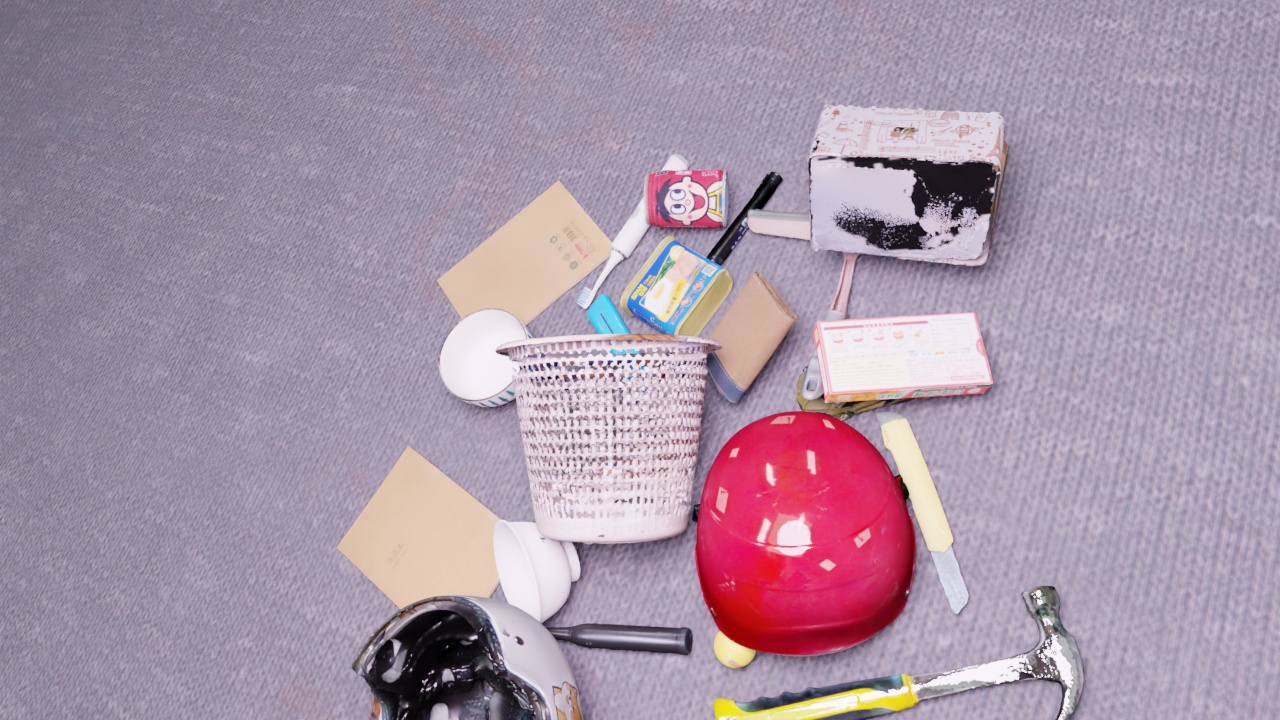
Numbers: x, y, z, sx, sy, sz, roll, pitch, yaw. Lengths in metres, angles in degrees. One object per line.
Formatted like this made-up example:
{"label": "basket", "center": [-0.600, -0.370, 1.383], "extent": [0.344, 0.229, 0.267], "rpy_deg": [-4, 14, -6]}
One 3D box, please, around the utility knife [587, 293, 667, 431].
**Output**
{"label": "utility knife", "center": [-0.006, 0.006, 1.043], "extent": [0.034, 0.018, 0.204], "rpy_deg": [-35, 61, 4]}

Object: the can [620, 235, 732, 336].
{"label": "can", "center": [0.042, -0.077, 1.037], "extent": [0.083, 0.057, 0.102], "rpy_deg": [34, 84, 28]}

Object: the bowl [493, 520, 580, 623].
{"label": "bowl", "center": [-0.102, 0.215, 0.955], "extent": [0.064, 0.119, 0.118], "rpy_deg": [-13, 56, -26]}

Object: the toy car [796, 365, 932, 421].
{"label": "toy car", "center": [0.233, 0.016, 0.929], "extent": [0.158, 0.042, 0.070], "rpy_deg": [-20, 61, 16]}

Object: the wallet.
{"label": "wallet", "center": [0.110, -0.025, 0.962], "extent": [0.115, 0.033, 0.090], "rpy_deg": [-59, 34, 26]}

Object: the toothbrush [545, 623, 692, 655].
{"label": "toothbrush", "center": [-0.051, 0.282, 0.937], "extent": [0.213, 0.026, 0.027], "rpy_deg": [-4, 55, 21]}

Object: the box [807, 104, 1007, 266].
{"label": "box", "center": [0.278, -0.204, 0.933], "extent": [0.183, 0.157, 0.193], "rpy_deg": [8, 54, 18]}

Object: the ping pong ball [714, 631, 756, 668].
{"label": "ping pong ball", "center": [0.090, 0.272, 0.874], "extent": [0.040, 0.040, 0.040], "rpy_deg": [-8, 65, 19]}

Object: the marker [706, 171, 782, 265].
{"label": "marker", "center": [0.120, -0.164, 1.064], "extent": [0.022, 0.020, 0.132], "rpy_deg": [29, 81, 43]}

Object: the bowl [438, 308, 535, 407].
{"label": "bowl", "center": [-0.171, 0.004, 1.082], "extent": [0.117, 0.066, 0.116], "rpy_deg": [-8, 66, 19]}

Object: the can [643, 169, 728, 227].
{"label": "can", "center": [0.054, -0.187, 1.063], "extent": [0.094, 0.066, 0.066], "rpy_deg": [2, 68, 9]}

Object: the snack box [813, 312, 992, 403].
{"label": "snack box", "center": [0.249, -0.003, 0.878], "extent": [0.156, 0.027, 0.077], "rpy_deg": [-3, 65, -2]}

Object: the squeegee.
{"label": "squeegee", "center": [0.203, -0.052, 0.955], "extent": [0.248, 0.040, 0.248], "rpy_deg": [8, 55, 21]}

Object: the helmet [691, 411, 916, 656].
{"label": "helmet", "center": [0.146, 0.137, 0.840], "extent": [0.207, 0.144, 0.239], "rpy_deg": [-7, 58, 8]}

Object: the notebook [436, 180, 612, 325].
{"label": "notebook", "center": [-0.147, -0.120, 1.160], "extent": [0.208, 0.008, 0.147], "rpy_deg": [-40, 59, 2]}

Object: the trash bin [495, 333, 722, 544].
{"label": "trash bin", "center": [-0.029, 0.078, 0.917], "extent": [0.228, 0.227, 0.192], "rpy_deg": [-3, 86, 21]}

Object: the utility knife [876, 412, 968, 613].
{"label": "utility knife", "center": [0.269, 0.137, 0.873], "extent": [0.031, 0.021, 0.206], "rpy_deg": [-22, 55, 16]}

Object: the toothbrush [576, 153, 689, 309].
{"label": "toothbrush", "center": [-0.010, -0.155, 1.108], "extent": [0.221, 0.026, 0.027], "rpy_deg": [-57, 18, -8]}

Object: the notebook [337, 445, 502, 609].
{"label": "notebook", "center": [-0.243, 0.212, 1.054], "extent": [0.211, 0.012, 0.149], "rpy_deg": [31, 83, 30]}

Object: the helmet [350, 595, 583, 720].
{"label": "helmet", "center": [-0.143, 0.352, 0.868], "extent": [0.231, 0.156, 0.274], "rpy_deg": [-16, 81, 29]}

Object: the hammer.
{"label": "hammer", "center": [0.223, 0.299, 0.815], "extent": [0.324, 0.032, 0.126], "rpy_deg": [-17, 62, 14]}
